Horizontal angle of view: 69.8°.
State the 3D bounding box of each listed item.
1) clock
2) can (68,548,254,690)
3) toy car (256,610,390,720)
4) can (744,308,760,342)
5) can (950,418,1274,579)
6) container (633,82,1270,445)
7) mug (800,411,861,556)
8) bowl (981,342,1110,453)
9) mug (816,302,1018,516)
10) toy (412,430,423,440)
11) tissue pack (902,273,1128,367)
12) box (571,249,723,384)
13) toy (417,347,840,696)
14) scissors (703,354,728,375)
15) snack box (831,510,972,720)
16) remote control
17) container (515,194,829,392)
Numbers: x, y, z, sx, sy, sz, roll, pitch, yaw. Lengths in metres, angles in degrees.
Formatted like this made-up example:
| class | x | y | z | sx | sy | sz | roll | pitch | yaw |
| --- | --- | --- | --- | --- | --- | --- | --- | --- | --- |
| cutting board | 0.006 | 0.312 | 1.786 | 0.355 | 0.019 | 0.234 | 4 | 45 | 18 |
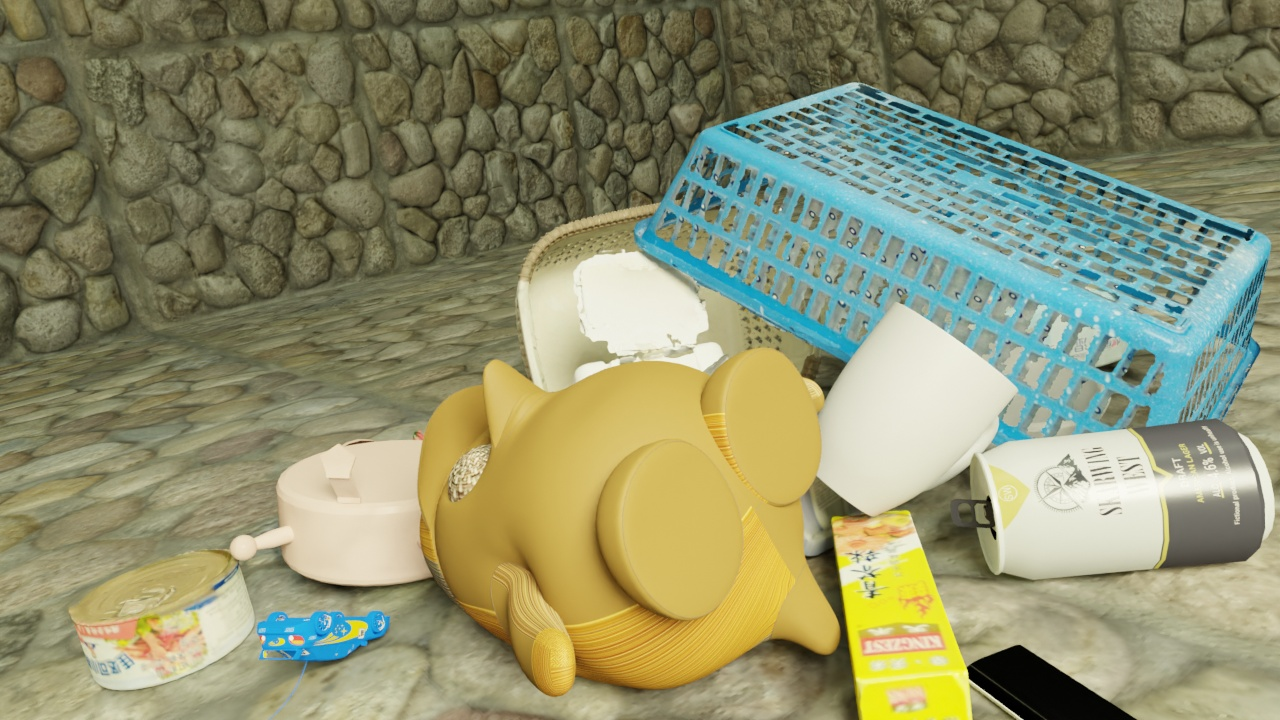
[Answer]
| class | x | y | z | sx | sy | sz | roll | pitch | yaw |
| --- | --- | --- | --- | --- | --- | --- | --- | --- | --- |
| clock | -0.158 | 0.081 | 0.579 | 0.131 | 0.086 | 0.160 | 1 | 5 | 5 |
| can | -0.263 | 0.142 | 0.511 | 0.086 | 0.043 | 0.086 | -10 | 13 | 2 |
| toy car | -0.161 | 0.155 | 0.450 | 0.033 | 0.061 | 0.092 | -7 | -16 | 20 |
| can | 0.071 | -0.036 | 0.959 | 0.068 | 0.068 | 0.104 | 3 | 18 | 43 |
| can | 0.211 | 0.065 | 0.425 | 0.127 | 0.064 | 0.064 | -8 | 13 | 10 |
| container | 0.209 | -0.078 | 0.599 | 0.362 | 0.089 | 0.256 | 32 | 40 | 28 |
| mug | 0.081 | 0.055 | 0.535 | 0.123 | 0.084 | 0.104 | -16 | 15 | -33 |
| bowl | 0.221 | 0.029 | 0.600 | 0.149 | 0.043 | 0.149 | -3 | 24 | 1 |
| mug | 0.138 | 0.036 | 0.461 | 0.107 | 0.089 | 0.071 | 31 | 10 | -38 |
| toy | -0.142 | 0.072 | 0.710 | 0.104 | 0.046 | 0.084 | -12 | -2 | 33 |
| tissue pack | 0.277 | -0.018 | 0.724 | 0.182 | 0.070 | 0.112 | -13 | 13 | -2 |
| box | -0.003 | -0.004 | 0.631 | 0.108 | 0.136 | 0.126 | -12 | -27 | -13 |
| toy | -0.027 | 0.068 | 0.425 | 0.204 | 0.162 | 0.198 | -13 | 21 | 45 |
| scissors | -0.014 | 0.058 | 0.524 | 0.173 | 0.014 | 0.142 | -54 | 41 | -4 |
| snack box | 0.108 | 0.108 | 0.399 | 0.040 | 0.029 | 0.147 | -8 | 13 | 10 |
| remote control | 0.159 | 0.129 | 0.311 | 0.028 | 0.012 | 0.124 | -14 | 14 | -16 |
| container | 0.013 | -0.030 | 0.751 | 0.246 | 0.184 | 0.143 | -11 | 3 | -17 |
